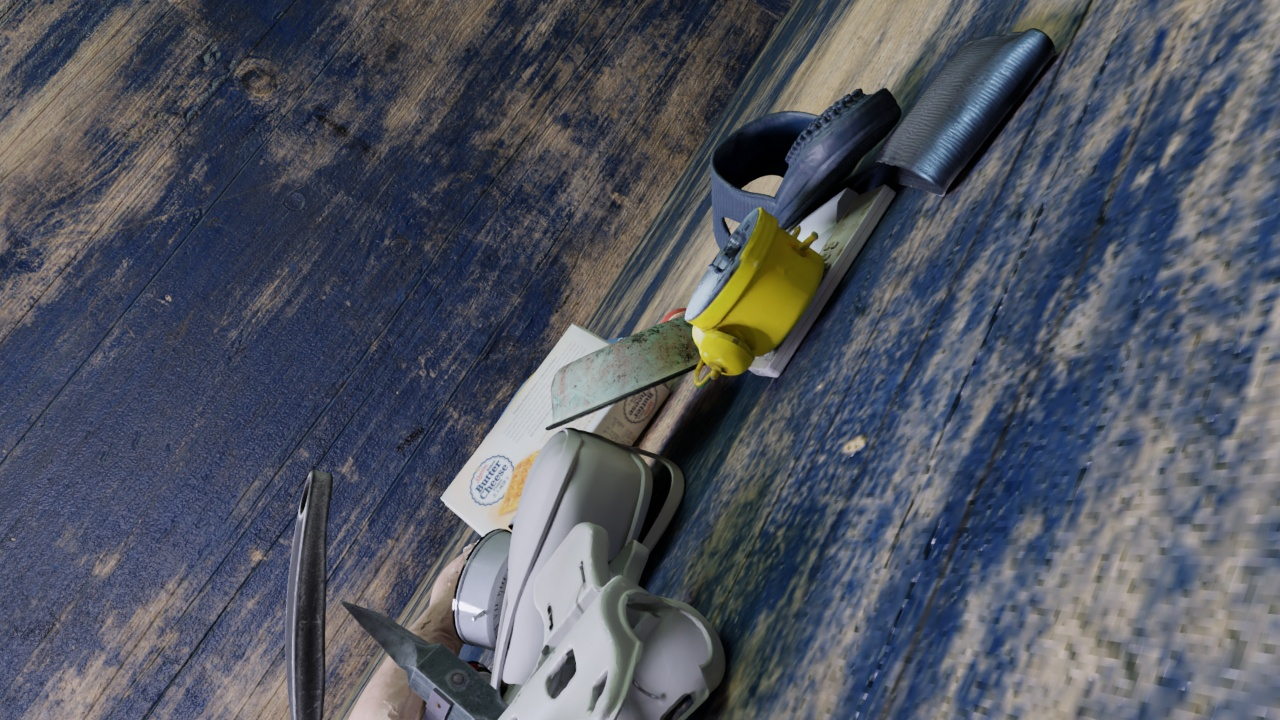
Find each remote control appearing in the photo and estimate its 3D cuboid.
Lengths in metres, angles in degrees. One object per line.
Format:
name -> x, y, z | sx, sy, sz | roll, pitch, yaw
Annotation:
remote control -> 0.102, -0.068, 0.672 | 0.144, 0.024, 0.049 | -50, 10, 44
remote control -> 0.112, -0.049, 0.577 | 0.135, 0.011, 0.050 | -57, 7, -3

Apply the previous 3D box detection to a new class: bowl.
bowl -> -0.004, 0.004, 0.678 | 0.157, 0.038, 0.157 | -23, -1, -1

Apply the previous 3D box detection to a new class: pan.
pan -> -0.170, 0.237, 0.468 | 0.188, 0.055, 0.356 | -11, 71, 62

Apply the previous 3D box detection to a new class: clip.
clip -> -0.015, 0.145, 0.410 | 0.126, 0.097, 0.152 | -52, 5, 25

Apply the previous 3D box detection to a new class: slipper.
slipper -> 0.102, -0.145, 0.665 | 0.101, 0.082, 0.264 | -38, -2, -11

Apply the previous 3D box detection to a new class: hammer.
hammer -> -0.149, 0.270, 0.568 | 0.028, 0.147, 0.318 | -40, -19, -49

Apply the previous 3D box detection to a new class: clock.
clock -> 0.062, -0.036, 0.566 | 0.119, 0.057, 0.083 | -57, 8, 10
clock -> -0.103, 0.178, 0.740 | 0.122, 0.035, 0.095 | -55, -35, -44

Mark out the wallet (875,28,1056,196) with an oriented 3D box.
wallet -> 0.172, -0.138, 0.505 | 0.089, 0.026, 0.115 | -53, 8, 13

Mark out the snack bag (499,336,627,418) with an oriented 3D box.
snack bag -> -0.057, 0.051, 0.970 | 0.206, 0.102, 0.158 | -35, 18, 32

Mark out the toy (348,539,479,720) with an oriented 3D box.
toy -> -0.191, 0.265, 0.757 | 0.196, 0.065, 0.264 | -55, 9, 11

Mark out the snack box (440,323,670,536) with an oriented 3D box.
snack box -> -0.077, 0.077, 0.838 | 0.104, 0.057, 0.207 | 29, 79, 40

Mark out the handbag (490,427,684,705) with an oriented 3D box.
handbag -> -0.057, 0.161, 0.632 | 0.216, 0.095, 0.222 | -163, 94, -84

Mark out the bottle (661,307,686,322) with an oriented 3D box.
bottle -> 0.043, -0.022, 0.796 | 0.044, 0.044, 0.109 | -56, 7, 2

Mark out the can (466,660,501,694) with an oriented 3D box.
can -> -0.134, 0.265, 0.749 | 0.031, 0.031, 0.081 | -59, 7, -18
